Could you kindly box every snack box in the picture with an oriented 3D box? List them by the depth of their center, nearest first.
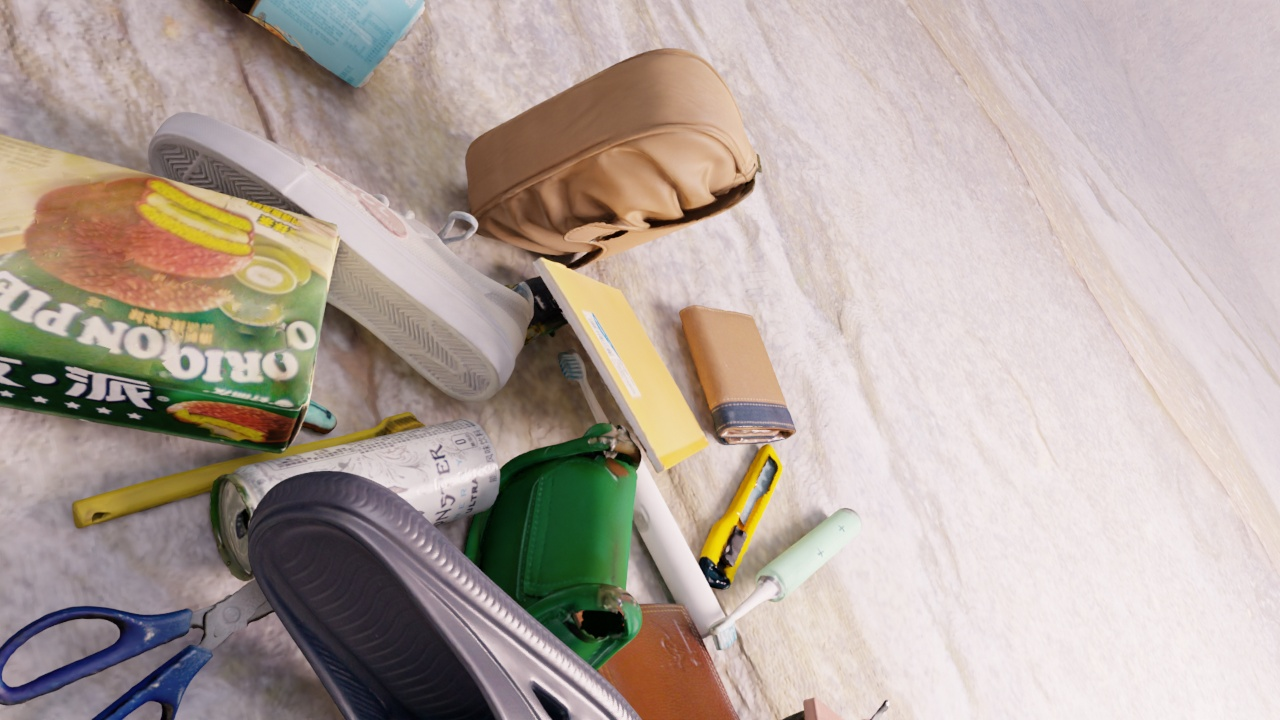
[{"bbox_3d":[-0.276,-0.037,0.435,0.240,0.063,0.114,13,56,-23],"label":"snack box"}]

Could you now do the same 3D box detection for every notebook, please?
[{"bbox_3d":[-0.004,0.004,0.627,0.146,0.010,0.206,60,9,6],"label":"notebook"}]

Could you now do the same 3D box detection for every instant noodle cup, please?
[{"bbox_3d":[-0.218,-0.256,0.630,0.120,0.111,0.111,40,44,-25],"label":"instant noodle cup"}]

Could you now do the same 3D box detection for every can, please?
[{"bbox_3d":[-0.151,0.073,0.502,0.146,0.058,0.058,-11,71,-44],"label":"can"}]

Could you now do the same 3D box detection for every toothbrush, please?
[{"bbox_3d":[-0.200,0.057,0.498,0.017,0.016,0.189,26,28,37],"label":"toothbrush"},{"bbox_3d":[-0.002,0.089,0.642,0.026,0.027,0.221,-15,74,-54],"label":"toothbrush"},{"bbox_3d":[0.111,0.155,0.678,0.223,0.027,0.027,-18,88,-53],"label":"toothbrush"}]

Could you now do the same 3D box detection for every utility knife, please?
[{"bbox_3d":[0.079,0.117,0.702,0.033,0.015,0.153,47,43,-11],"label":"utility knife"}]

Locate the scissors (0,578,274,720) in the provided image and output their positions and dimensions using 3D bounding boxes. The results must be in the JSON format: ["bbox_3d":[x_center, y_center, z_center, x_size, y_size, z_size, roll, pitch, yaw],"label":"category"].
[{"bbox_3d":[-0.196,0.131,0.421,0.170,0.012,0.140,8,89,-38],"label":"scissors"}]

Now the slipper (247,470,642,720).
[{"bbox_3d":[-0.089,0.168,0.425,0.268,0.111,0.083,54,30,-23],"label":"slipper"}]

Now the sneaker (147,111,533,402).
[{"bbox_3d":[-0.168,-0.078,0.557,0.242,0.090,0.090,36,47,-14],"label":"sneaker"}]

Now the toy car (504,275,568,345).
[{"bbox_3d":[-0.076,-0.036,0.652,0.091,0.036,0.043,-28,82,-43],"label":"toy car"}]

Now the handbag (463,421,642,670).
[{"bbox_3d":[-0.046,0.109,0.523,0.068,0.120,0.131,30,40,-26],"label":"handbag"}]

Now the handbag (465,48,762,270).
[{"bbox_3d":[-0.020,-0.126,0.643,0.147,0.205,0.099,14,66,-50],"label":"handbag"}]

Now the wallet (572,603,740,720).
[{"bbox_3d":[0.014,0.205,0.555,0.101,0.032,0.124,7,40,-40],"label":"wallet"}]

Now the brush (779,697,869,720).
[{"bbox_3d":[0.151,0.276,0.600,0.145,0.073,0.063,44,29,-34],"label":"brush"}]

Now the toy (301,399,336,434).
[{"bbox_3d":[-0.212,0.004,0.517,0.096,0.030,0.091,28,53,-34],"label":"toy"}]

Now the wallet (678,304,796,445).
[{"bbox_3d":[0.079,0.012,0.760,0.090,0.033,0.115,5,60,-42],"label":"wallet"}]

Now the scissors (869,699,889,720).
[{"bbox_3d":[0.082,0.297,0.511,0.234,0.022,0.221,-45,125,-18],"label":"scissors"}]
